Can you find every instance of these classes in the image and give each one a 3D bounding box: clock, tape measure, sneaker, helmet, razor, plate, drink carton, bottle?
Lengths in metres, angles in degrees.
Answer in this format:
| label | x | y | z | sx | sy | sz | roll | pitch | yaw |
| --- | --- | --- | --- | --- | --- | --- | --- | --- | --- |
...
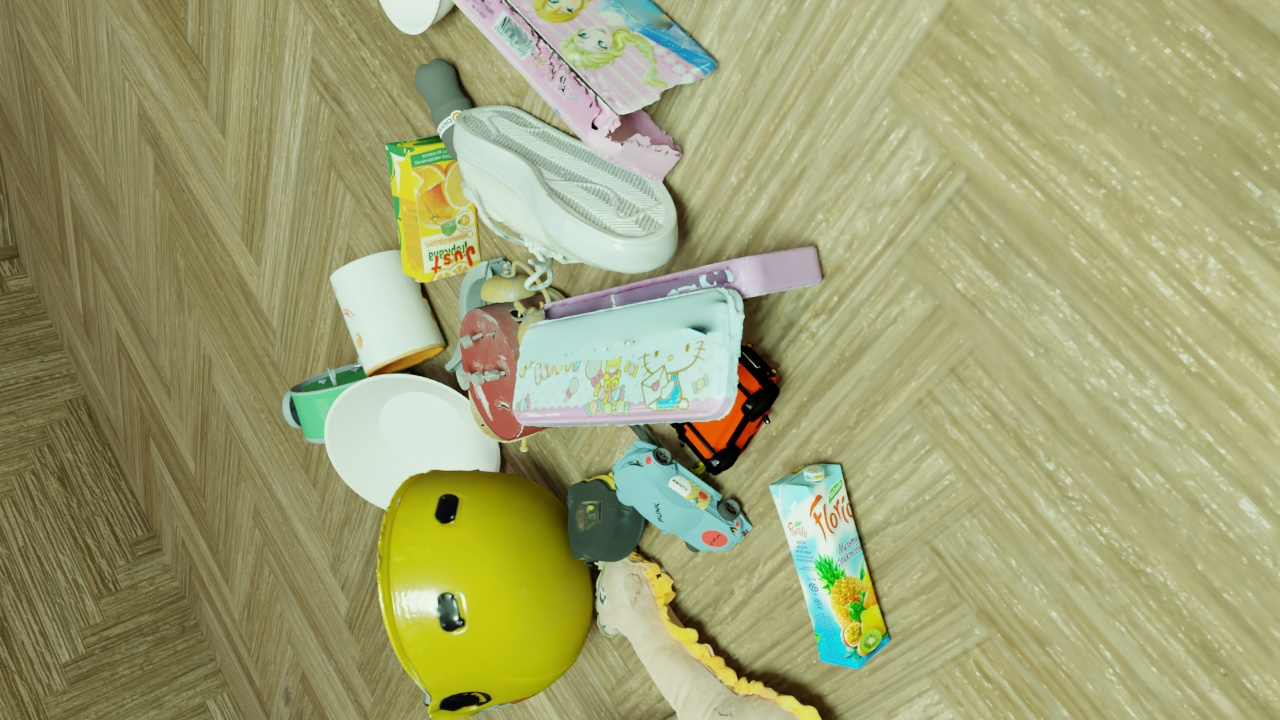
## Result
| label | x | y | z | sx | sy | sz | roll | pitch | yaw |
| --- | --- | --- | --- | --- | --- | --- | --- | --- | --- |
| clock | -0.098 | -0.006 | 0.734 | 0.117 | 0.081 | 0.159 | 48 | 141 | 34 |
| tape measure | -0.029 | 0.127 | 0.743 | 0.073 | 0.042 | 0.071 | -30 | 47 | 41 |
| sneaker | -0.057 | -0.103 | 0.656 | 0.242 | 0.089 | 0.091 | 39 | 138 | 41 |
| clock | -0.322 | 0.037 | 0.999 | 0.162 | 0.121 | 0.075 | -1 | 107 | 43 |
| helmet | -0.113 | 0.185 | 0.772 | 0.240 | 0.140 | 0.208 | 75 | -172 | -66 |
| razor | 0.008 | 0.062 | 0.703 | 0.106 | 0.026 | 0.043 | 48 | 140 | 30 |
| plate | -0.222 | 0.079 | 0.915 | 0.174 | 0.036 | 0.174 | 2 | 121 | 4 |
| drink carton | -0.179 | -0.130 | 0.804 | 0.041 | 0.058 | 0.123 | 23 | 124 | 43 |
| bottle | -0.150 | -0.194 | 0.756 | 0.036 | 0.036 | 0.110 | -35 | 79 | 51 |
| drink carton | 0.119 | 0.128 | 0.581 | 0.039 | 0.044 | 0.129 | -8 | 102 | 52 |

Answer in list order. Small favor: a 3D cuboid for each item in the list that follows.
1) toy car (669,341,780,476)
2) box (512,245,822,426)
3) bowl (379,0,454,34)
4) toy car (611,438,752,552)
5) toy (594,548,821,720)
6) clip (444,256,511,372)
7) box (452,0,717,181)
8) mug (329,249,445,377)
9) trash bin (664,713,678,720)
| label | x | y | z | sx | sy | sz | roll | pitch | yaw |
| --- | --- | --- | --- | --- | --- | --- | --- | --- | --- |
| toy car | 0.059 | 0.030 | 0.602 | 0.051 | 0.048 | 0.100 | 49 | 138 | 24 |
| box | 0.002 | -0.020 | 0.580 | 0.215 | 0.139 | 0.062 | -7 | 130 | 51 |
| bowl | -0.167 | -0.314 | 0.716 | 0.110 | 0.040 | 0.110 | 25 | 125 | 42 |
| toy car | 0.026 | 0.106 | 0.659 | 0.108 | 0.027 | 0.060 | 37 | 131 | -1 |
| toy | 0.059 | 0.233 | 0.700 | 0.264 | 0.065 | 0.197 | 54 | 132 | 28 |
| clip | -0.136 | -0.018 | 0.830 | 0.090 | 0.027 | 0.163 | 52 | 140 | 23 |
| box | -0.047 | -0.226 | 0.598 | 0.091 | 0.084 | 0.230 | -48 | 66 | 19 |
| mug | -0.250 | -0.046 | 0.911 | 0.082 | 0.082 | 0.105 | -26 | 86 | 52 |
| trash bin | 0.005 | 0.370 | 0.737 | 0.133 | 0.161 | 0.133 | 25 | 125 | 42 |
